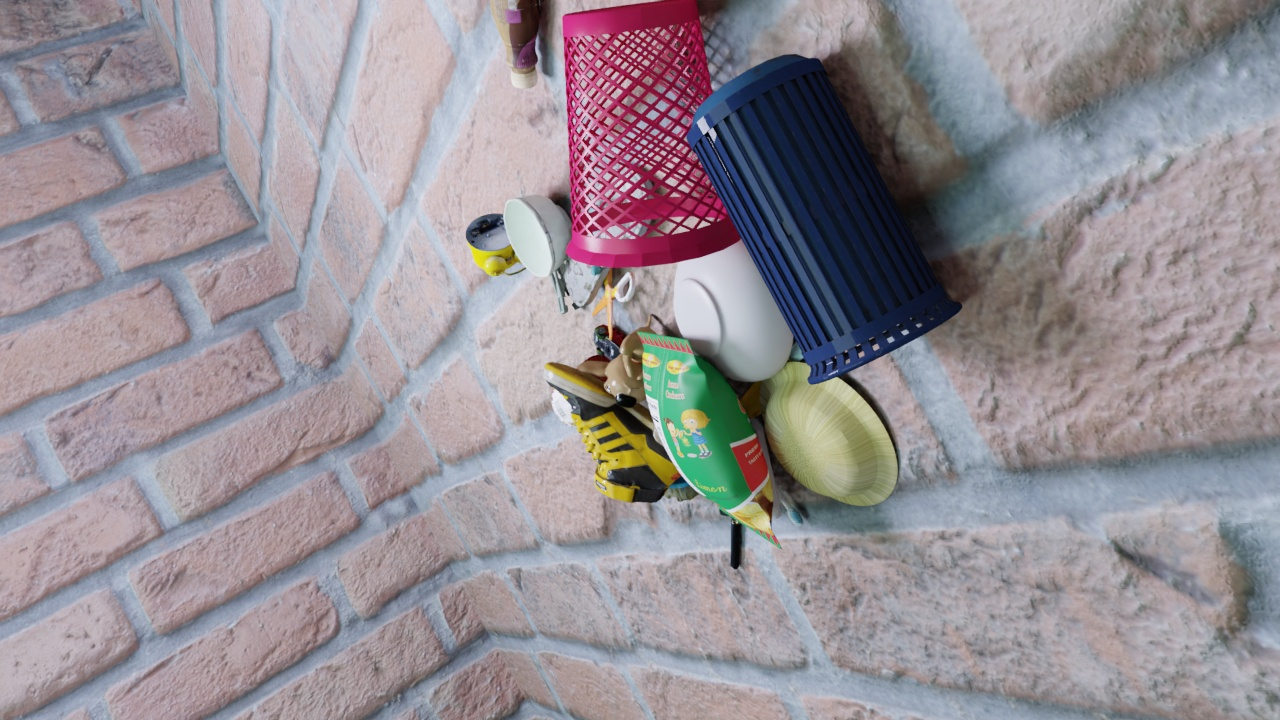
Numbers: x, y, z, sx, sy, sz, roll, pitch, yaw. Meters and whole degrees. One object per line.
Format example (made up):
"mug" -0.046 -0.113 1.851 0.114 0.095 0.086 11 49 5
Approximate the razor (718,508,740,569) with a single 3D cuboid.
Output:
"razor" 0.131 0.242 1.270 0.043 0.022 0.144 5 136 11

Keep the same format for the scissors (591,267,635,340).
"scissors" -0.036 -0.089 1.201 0.128 0.011 0.125 7 100 60

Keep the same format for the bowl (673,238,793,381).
"bowl" 0.085 -0.054 0.992 0.176 0.066 0.177 43 144 43

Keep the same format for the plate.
"plate" 0.188 0.090 0.992 0.184 0.036 0.185 37 146 30

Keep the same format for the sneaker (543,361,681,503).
"sneaker" -0.048 0.105 1.249 0.238 0.122 0.086 31 -174 4

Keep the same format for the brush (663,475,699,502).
"brush" 0.029 0.153 1.318 0.136 0.055 0.075 15 133 53

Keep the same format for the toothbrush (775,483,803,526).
"toothbrush" 0.134 0.110 1.133 0.222 0.027 0.026 55 172 9

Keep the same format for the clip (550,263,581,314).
"clip" -0.118 -0.103 1.340 0.078 0.050 0.023 57 152 -8

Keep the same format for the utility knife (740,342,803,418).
"utility knife" 0.150 0.023 1.031 0.030 0.017 0.191 50 154 11

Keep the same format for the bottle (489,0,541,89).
"bottle" -0.146 -0.404 1.085 0.059 0.059 0.166 40 147 35

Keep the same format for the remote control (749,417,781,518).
"remote control" 0.146 0.127 1.080 0.033 0.012 0.131 -126 18 -61

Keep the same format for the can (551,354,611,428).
"can" -0.074 0.047 1.358 0.086 0.086 0.117 60 152 2

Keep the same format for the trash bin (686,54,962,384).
"trash bin" 0.147 -0.121 0.775 0.249 0.139 0.140 62 153 1

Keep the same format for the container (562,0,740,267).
"container" 0.002 -0.227 0.898 0.183 0.182 0.226 23 127 50

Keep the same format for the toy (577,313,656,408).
"toy" -0.007 0.007 1.196 0.134 0.105 0.108 18 133 -8

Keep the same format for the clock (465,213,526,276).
"clock" -0.215 -0.172 1.397 0.118 0.083 0.057 47 155 31

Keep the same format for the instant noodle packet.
"instant noodle packet" 0.075 0.084 1.062 0.253 0.090 0.196 65 168 -11

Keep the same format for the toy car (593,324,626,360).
"toy car" -0.030 -0.014 1.281 0.091 0.036 0.042 44 148 31

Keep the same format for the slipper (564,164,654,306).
"slipper" -0.061 -0.157 1.157 0.270 0.054 0.098 -48 58 57

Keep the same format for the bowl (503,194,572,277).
"bowl" -0.133 -0.179 1.272 0.117 0.061 0.118 41 147 34
